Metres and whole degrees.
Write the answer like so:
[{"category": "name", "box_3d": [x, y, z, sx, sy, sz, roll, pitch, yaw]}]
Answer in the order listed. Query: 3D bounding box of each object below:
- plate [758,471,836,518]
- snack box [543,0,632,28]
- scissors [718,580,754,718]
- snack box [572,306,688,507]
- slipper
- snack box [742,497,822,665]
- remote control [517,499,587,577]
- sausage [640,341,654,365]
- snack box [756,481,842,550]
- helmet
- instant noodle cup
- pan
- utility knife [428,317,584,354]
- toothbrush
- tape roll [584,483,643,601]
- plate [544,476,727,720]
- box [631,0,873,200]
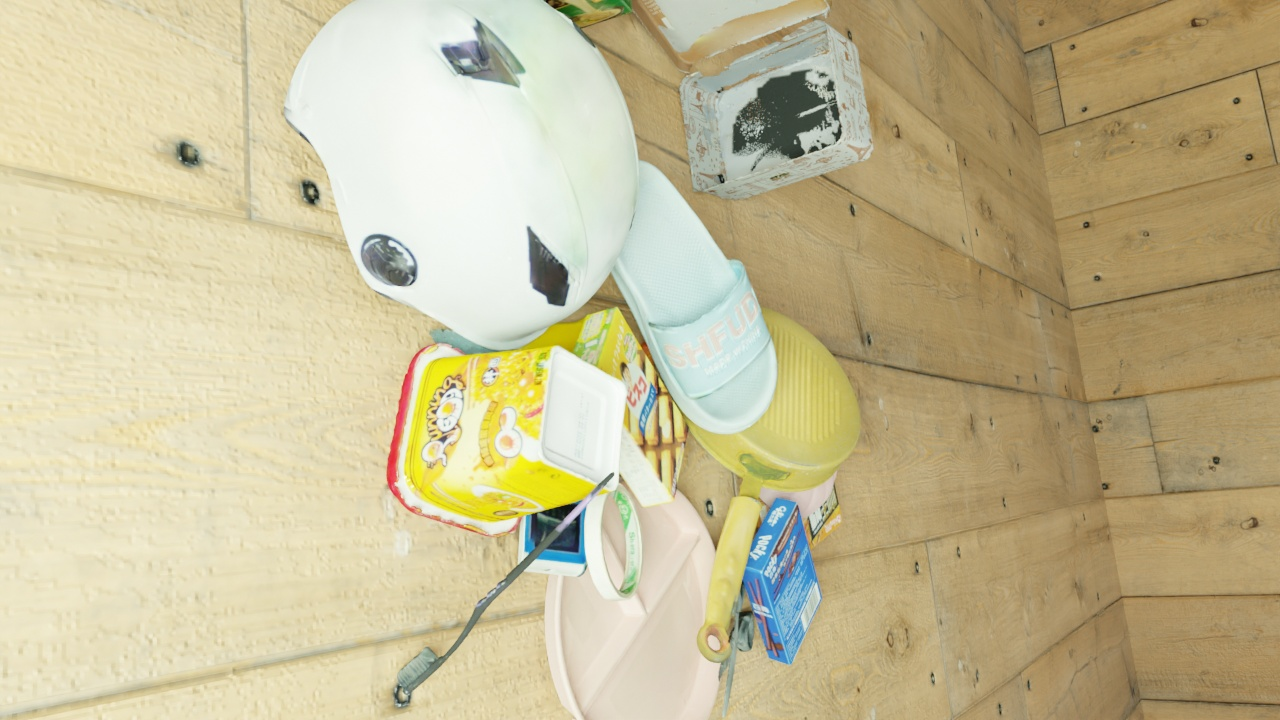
[{"category": "plate", "box_3d": [0.154, 0.067, 0.958, 0.192, 0.039, 0.192, 29, 49, -40]}, {"category": "snack box", "box_3d": [-0.068, -0.328, 0.753, 0.105, 0.118, 0.118, 8, 76, -65]}, {"category": "scissors", "box_3d": [0.081, 0.239, 0.806, 0.164, 0.014, 0.164, 58, 30, -57]}, {"category": "snack box", "box_3d": [-0.008, 0.038, 0.725, 0.140, 0.034, 0.086, 57, 30, -30]}, {"category": "slipper", "box_3d": [0.043, -0.054, 0.750, 0.104, 0.074, 0.245, -36, 103, -19]}, {"category": "snack box", "box_3d": [0.137, 0.214, 0.883, 0.084, 0.026, 0.157, -53, 139, -35]}, {"category": "remote control", "box_3d": [-0.063, 0.093, 0.672, 0.049, 0.024, 0.124, 12, 59, -21]}, {"category": "sausage", "box_3d": [-0.005, 0.005, 0.800, 0.164, 0.022, 0.021, -42, 113, -51]}, {"category": "snack box", "box_3d": [0.172, 0.164, 0.992, 0.153, 0.026, 0.075, -17, 94, -55]}, {"category": "helmet", "box_3d": [-0.085, -0.142, 0.618, 0.259, 0.146, 0.228, 62, 38, -16]}, {"category": "instant noodle cup", "box_3d": [-0.082, 0.047, 0.593, 0.116, 0.124, 0.116, 31, 55, -46]}, {"category": "pan", "box_3d": [0.099, 0.095, 0.825, 0.197, 0.078, 0.356, 25, 44, -12]}, {"category": "utility knife", "box_3d": [-0.079, -0.018, 0.710, 0.222, 0.015, 0.033, -4, 75, -54]}, {"category": "toothbrush", "box_3d": [-0.082, 0.133, 0.555, 0.017, 0.189, 0.014, 44, 4, 0]}, {"category": "tape roll", "box_3d": [-0.019, 0.134, 0.680, 0.085, 0.014, 0.086, -9, 90, -72]}, {"category": "plate", "box_3d": [0.000, 0.207, 0.740, 0.229, 0.028, 0.229, 23, 61, -50]}, {"category": "box", "box_3d": [0.113, -0.298, 0.920, 0.135, 0.180, 0.269, -49, 121, -48]}]
